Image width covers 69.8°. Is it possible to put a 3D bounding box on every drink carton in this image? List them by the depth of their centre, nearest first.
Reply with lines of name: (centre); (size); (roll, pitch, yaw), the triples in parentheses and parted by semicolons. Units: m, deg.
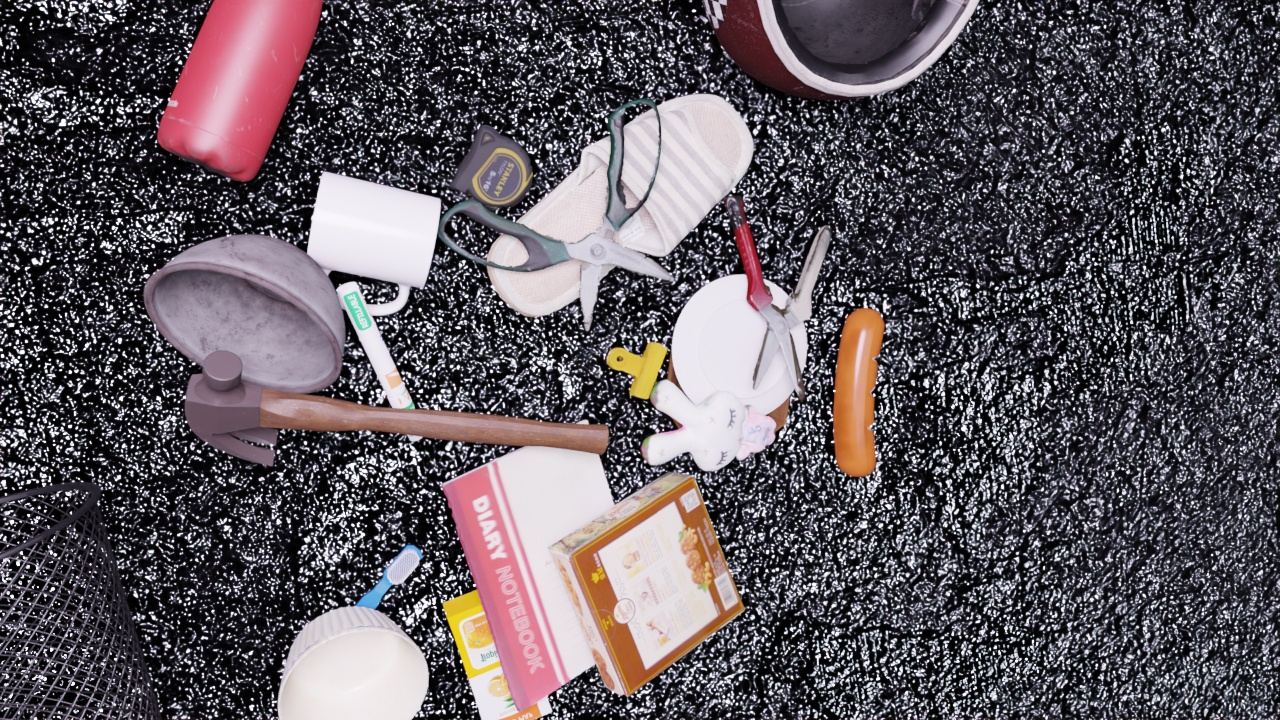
drink carton: (-0.124, 0.263, 0.804); (0.058, 0.040, 0.122); (-19, 100, -16)

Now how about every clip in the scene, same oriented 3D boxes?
clip: (-0.004, 0.005, 0.834); (0.046, 0.048, 0.054); (23, 87, -60)

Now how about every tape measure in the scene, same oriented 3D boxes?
tape measure: (-0.122, -0.158, 0.774); (0.061, 0.034, 0.062); (31, 94, -14)

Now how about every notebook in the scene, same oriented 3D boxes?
notebook: (-0.076, 0.175, 0.800); (0.152, 0.012, 0.209); (-23, 101, -36)

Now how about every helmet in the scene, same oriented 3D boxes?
helmet: (0.152, -0.329, 0.731); (0.233, 0.253, 0.234); (-1, 119, -13)

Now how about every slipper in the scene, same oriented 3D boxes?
slipper: (-0.013, -0.138, 0.804); (0.272, 0.054, 0.114); (-37, 99, -11)

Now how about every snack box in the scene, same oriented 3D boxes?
snack box: (0.008, 0.197, 0.822); (0.146, 0.041, 0.143); (-28, 103, -30)

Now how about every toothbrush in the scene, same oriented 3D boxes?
toothbrush: (-0.245, 0.224, 0.776); (0.016, 0.014, 0.166); (43, 82, -16)

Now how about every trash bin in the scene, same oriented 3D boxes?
trash bin: (-0.437, 0.219, 0.635); (0.184, 0.184, 0.210); (-17, 105, -16)

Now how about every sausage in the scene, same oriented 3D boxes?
sausage: (0.211, 0.031, 0.893); (0.044, 0.039, 0.164); (1, 94, -21)

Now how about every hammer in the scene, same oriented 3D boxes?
hammer: (-0.184, 0.050, 0.730); (0.322, 0.116, 0.033); (7, 54, -18)

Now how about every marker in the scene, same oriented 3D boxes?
marker: (-0.209, 0.004, 0.747); (0.017, 0.017, 0.145); (-25, 119, -14)

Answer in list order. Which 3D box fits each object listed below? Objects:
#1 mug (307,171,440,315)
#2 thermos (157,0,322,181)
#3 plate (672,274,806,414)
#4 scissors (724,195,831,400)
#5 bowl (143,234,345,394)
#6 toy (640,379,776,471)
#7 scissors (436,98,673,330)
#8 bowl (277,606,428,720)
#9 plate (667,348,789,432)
mug: (-0.217, -0.087, 0.737); (0.090, 0.073, 0.111); (11, 117, -18)
thermos: (-0.284, -0.257, 0.694); (0.073, 0.073, 0.240); (23, 87, -18)
plate: (0.094, -0.011, 0.838); (0.134, 0.011, 0.134); (-1, 95, -18)
scissors: (0.130, -0.069, 0.839); (0.178, 0.015, 0.198); (-30, 90, -33)
bowl: (-0.285, -0.044, 0.693); (0.145, 0.145, 0.067); (27, 50, -18)
toy: (0.062, 0.061, 0.819); (0.122, 0.038, 0.079); (5, 97, -13)
scissors: (-0.055, -0.133, 0.765); (0.201, 0.015, 0.205); (18, 93, -11)
bowl: (-0.237, 0.252, 0.746); (0.115, 0.062, 0.115); (-9, 112, -24)
plate: (0.080, 0.024, 0.858); (0.131, 0.025, 0.131); (-1, 95, -18)
